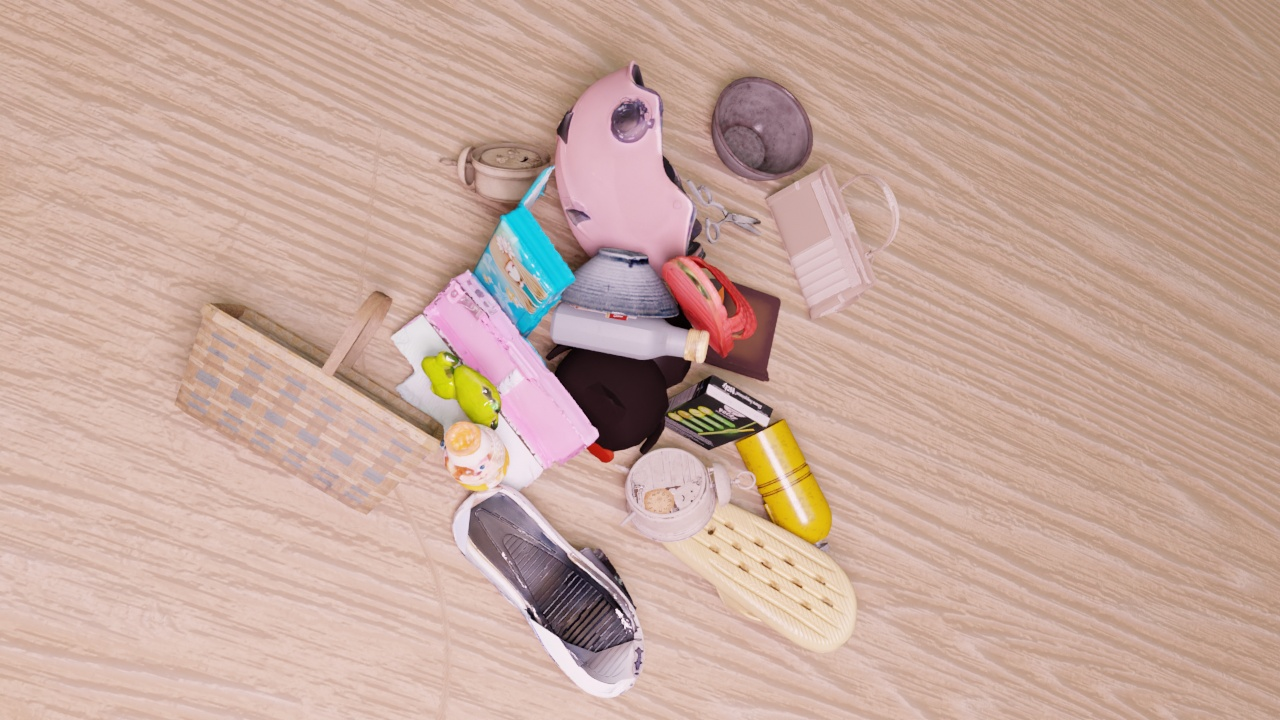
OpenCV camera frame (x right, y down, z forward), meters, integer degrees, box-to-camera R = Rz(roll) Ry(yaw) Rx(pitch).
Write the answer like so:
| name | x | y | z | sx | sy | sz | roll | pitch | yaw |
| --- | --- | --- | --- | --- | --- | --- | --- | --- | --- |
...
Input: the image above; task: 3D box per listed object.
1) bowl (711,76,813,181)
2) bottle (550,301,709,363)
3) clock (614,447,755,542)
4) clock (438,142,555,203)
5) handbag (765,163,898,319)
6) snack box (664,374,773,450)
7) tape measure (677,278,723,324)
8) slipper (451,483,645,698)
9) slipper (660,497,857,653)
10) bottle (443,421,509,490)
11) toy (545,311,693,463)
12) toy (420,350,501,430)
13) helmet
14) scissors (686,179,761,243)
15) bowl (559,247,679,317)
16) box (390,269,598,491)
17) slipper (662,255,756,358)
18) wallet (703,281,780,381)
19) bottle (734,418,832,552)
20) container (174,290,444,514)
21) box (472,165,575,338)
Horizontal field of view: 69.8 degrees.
| name | x | y | z | sx | sy | sz | roll | pitch | yaw |
| --- | --- | --- | --- | --- | --- | --- | --- | --- | --- |
| bowl | 0.153 | -0.300 | 1.237 | 0.144 | 0.067 | 0.144 | 6 | 73 | -20 |
| bottle | -0.009 | -0.029 | 0.973 | 0.161 | 0.072 | 0.046 | 11 | 104 | 9 |
| clock | 0.052 | 0.144 | 1.042 | 0.157 | 0.061 | 0.103 | -10 | 52 | 5 |
| clock | -0.172 | -0.222 | 1.089 | 0.141 | 0.055 | 0.092 | 10 | 31 | 7 |
| handbag | 0.258 | -0.168 | 1.169 | 0.062 | 0.198 | 0.175 | -16 | 82 | -25 |
| snack box | 0.081 | 0.063 | 1.064 | 0.080 | 0.148 | 0.025 | 29 | 67 | -12 |
| tape measure | 0.077 | -0.072 | 1.159 | 0.058 | 0.038 | 0.058 | -2 | 68 | -3 |
| slipper | -0.091 | 0.240 | 0.989 | 0.264 | 0.063 | 0.111 | 43 | 96 | 6 |
| slipper | 0.131 | 0.243 | 1.077 | 0.261 | 0.079 | 0.111 | 32 | 64 | 10 |
| bottle | -0.170 | 0.094 | 0.936 | 0.063 | 0.109 | 0.063 | 0 | 69 | 0 |
| toy | -0.006 | 0.006 | 1.049 | 0.159 | 0.140 | 0.183 | 45 | 64 | -5 |
| toy | -0.185 | 0.031 | 0.959 | 0.036 | 0.094 | 0.094 | -48 | 134 | -38 |
| helmet | -0.019 | -0.213 | 1.077 | 0.153 | 0.230 | 0.255 | -15 | 87 | 7 |
| scissors | 0.111 | -0.194 | 1.177 | 0.160 | 0.014 | 0.118 | -38 | 112 | -50 |
| bowl | -0.022 | -0.088 | 0.982 | 0.137 | 0.137 | 0.057 | 4 | 103 | -21 |
| box | -0.168 | 0.033 | 1.010 | 0.230 | 0.161 | 0.062 | 52 | 21 | -1 |
| slipper | 0.083 | -0.062 | 1.013 | 0.059 | 0.249 | 0.103 | -40 | 75 | -1 |
| wallet | 0.133 | -0.038 | 1.188 | 0.091 | 0.018 | 0.115 | 17 | 73 | -16 |
| bottle | 0.182 | 0.160 | 1.122 | 0.071 | 0.071 | 0.164 | -25 | 85 | -25 |
| container | -0.305 | 0.013 | 0.914 | 0.250 | 0.157 | 0.186 | 33 | 87 | -10 |
| box | -0.136 | -0.115 | 0.984 | 0.085 | 0.228 | 0.170 | 2 | 76 | -20 |
